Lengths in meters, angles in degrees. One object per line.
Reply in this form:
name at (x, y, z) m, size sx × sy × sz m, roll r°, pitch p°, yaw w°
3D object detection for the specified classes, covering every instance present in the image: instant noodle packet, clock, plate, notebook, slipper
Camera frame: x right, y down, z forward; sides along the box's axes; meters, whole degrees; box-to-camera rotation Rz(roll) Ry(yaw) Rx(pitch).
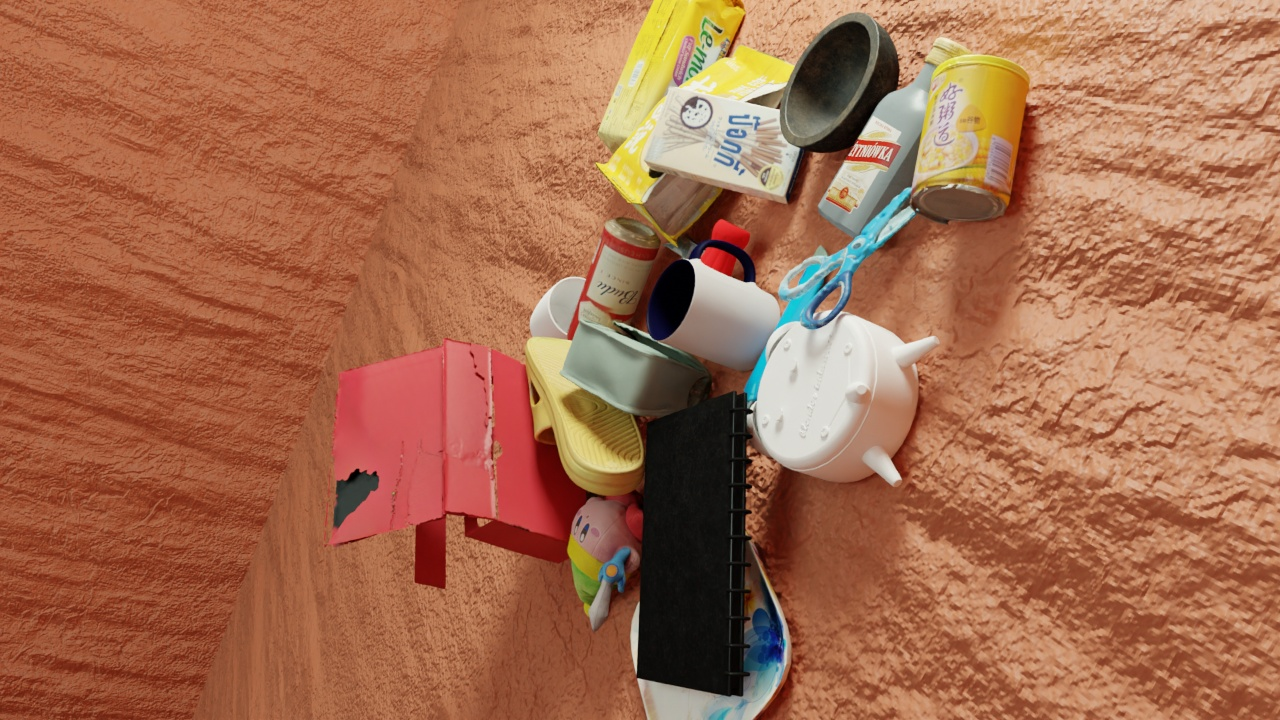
instant noodle packet at (0.065, -0.251, 1.005) m, size 0.222 × 0.084 × 0.163 m, roll -47°, pitch 29°, yaw 8°
clock at (0.140, 0.025, 0.700) m, size 0.161 × 0.072 × 0.125 m, roll 8°, pitch 80°, yaw 62°
plate at (0.056, 0.238, 0.778) m, size 0.187 × 0.016 × 0.186 m, roll -56°, pitch 31°, yaw 26°
notebook at (0.043, 0.152, 0.770) m, size 0.169 × 0.019 × 0.231 m, roll 153°, pitch 123°, yaw -61°
slipper at (-0.060, 0.063, 0.960) m, size 0.263 × 0.099 × 0.078 m, roll -117°, pitch 33°, yaw -55°

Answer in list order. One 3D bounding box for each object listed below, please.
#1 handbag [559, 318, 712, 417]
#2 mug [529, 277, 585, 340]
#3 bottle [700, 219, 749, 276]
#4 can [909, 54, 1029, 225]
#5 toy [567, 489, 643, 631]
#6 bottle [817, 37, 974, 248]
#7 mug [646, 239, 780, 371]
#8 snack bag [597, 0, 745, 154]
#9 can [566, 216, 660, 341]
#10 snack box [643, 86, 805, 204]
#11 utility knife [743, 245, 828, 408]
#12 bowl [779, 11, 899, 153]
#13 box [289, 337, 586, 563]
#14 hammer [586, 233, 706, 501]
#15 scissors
handbag at (-0.005, 0.005, 0.907) m, size 0.122 × 0.106 × 0.067 m, roll 27°, pitch 102°, yaw 44°
mug at (-0.089, -0.038, 1.164) m, size 0.088 × 0.080 × 0.114 m, roll -30°, pitch 79°, yaw 60°
bottle at (0.067, -0.077, 0.899) m, size 0.119 × 0.036 × 0.036 m, roll -64°, pitch 28°, yaw 12°
can at (0.233, -0.156, 0.650) m, size 0.068 × 0.067 × 0.105 m, roll -6°, pitch 69°, yaw 60°
toy at (-0.029, 0.198, 0.914) m, size 0.131 × 0.097 × 0.124 m, roll -50°, pitch 36°, yaw 0°
bottle at (0.207, -0.174, 0.730) m, size 0.161 × 0.046 × 0.072 m, roll -61°, pitch 30°, yaw 18°
mug at (0.070, -0.056, 0.849) m, size 0.079 × 0.096 × 0.111 m, roll -9°, pitch 66°, yaw 59°
snack bag at (0.031, -0.356, 1.139) m, size 0.247 × 0.068 × 0.159 m, roll -65°, pitch 27°, yaw 10°
can at (-0.034, -0.079, 1.062) m, size 0.067 × 0.067 × 0.170 m, roll -118°, pitch 44°, yaw -54°
snack box at (0.085, -0.212, 0.897) m, size 0.150 × 0.026 × 0.082 m, roll 19°, pitch 88°, yaw 19°
utility knife at (0.118, -0.005, 0.820) m, size 0.209 × 0.015 × 0.031 m, roll -61°, pitch 28°, yaw 10°
bowl at (0.182, -0.233, 0.801) m, size 0.122 × 0.056 × 0.121 m, roll -39°, pitch 41°, yaw 45°
box at (-0.198, 0.087, 0.956) m, size 0.124 × 0.315 × 0.210 m, roll 123°, pitch 147°, yaw -47°
hammer at (0.002, 0.020, 1.000) m, size 0.317 × 0.028 × 0.147 m, roll -64°, pitch 29°, yaw 13°
scissors at (0.166, -0.076, 0.691) m, size 0.141 × 0.014 × 0.090 m, roll -36°, pitch 32°, yaw 19°
